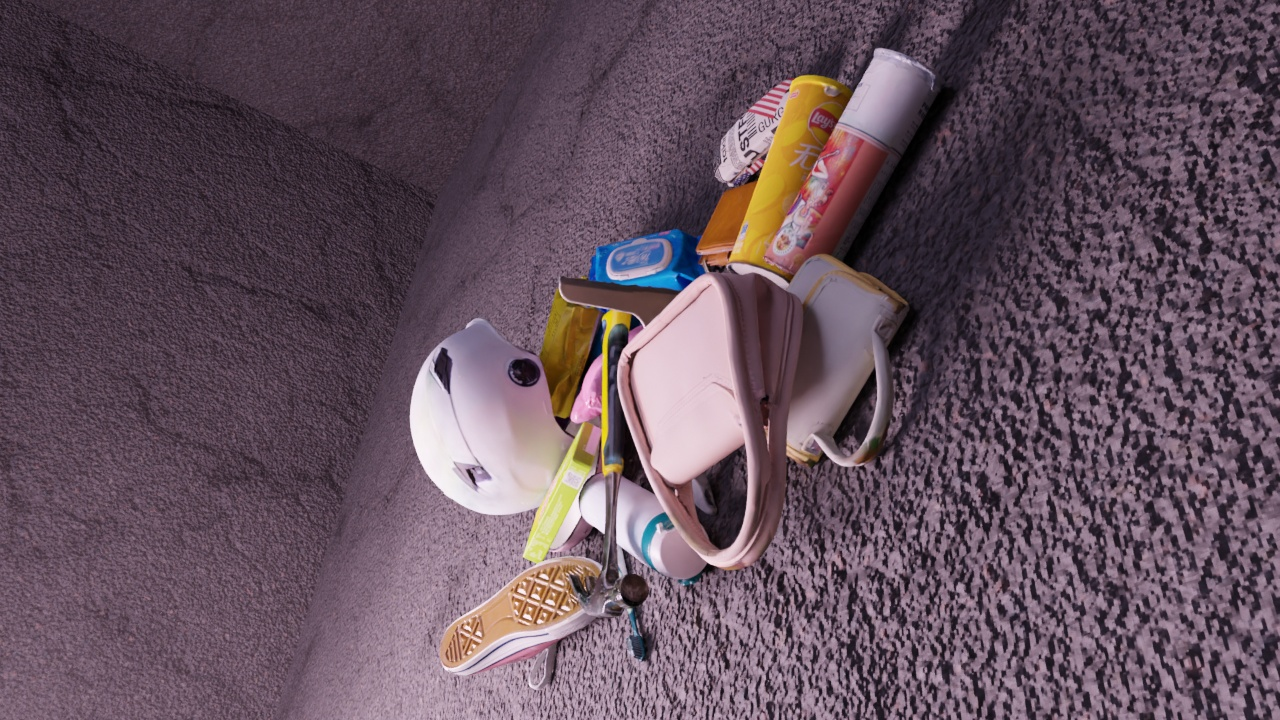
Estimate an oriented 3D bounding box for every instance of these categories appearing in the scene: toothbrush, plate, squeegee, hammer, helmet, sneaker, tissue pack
[{"bbox_3d":[-0.018,0.247,0.981,0.016,0.018,0.191,-58,24,20],"label":"toothbrush"},{"bbox_3d":[-0.073,0.149,1.154,0.192,0.039,0.192,-163,91,-70],"label":"plate"},{"bbox_3d":[0.031,0.042,0.936,0.039,0.246,0.246,-31,68,41],"label":"squeegee"},{"bbox_3d":[-0.030,0.097,0.932,0.126,0.032,0.322,-40,43,54],"label":"hammer"},{"bbox_3d":[-0.212,0.086,1.167,0.145,0.258,0.230,-26,-5,-35],"label":"helmet"},{"bbox_3d":[-0.121,0.306,1.070,0.241,0.088,0.118,-32,47,19],"label":"sneaker"},{"bbox_3d":[0.008,-0.114,1.148,0.157,0.052,0.094,-10,48,14],"label":"tissue pack"}]

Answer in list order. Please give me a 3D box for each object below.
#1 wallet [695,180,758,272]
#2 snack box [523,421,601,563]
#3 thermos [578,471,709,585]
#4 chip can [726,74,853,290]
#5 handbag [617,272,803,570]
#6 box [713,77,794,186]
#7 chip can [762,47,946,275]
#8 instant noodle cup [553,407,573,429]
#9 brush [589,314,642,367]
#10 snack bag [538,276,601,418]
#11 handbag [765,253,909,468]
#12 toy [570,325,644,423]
[{"bbox_3d":[0.113,-0.155,1.059,0.131,0.035,0.119,5,71,67],"label":"wallet"},{"bbox_3d":[-0.091,0.155,1.071,0.085,0.026,0.157,-76,12,-62],"label":"snack box"},{"bbox_3d":[0.002,0.171,0.949,0.073,0.073,0.224,-68,22,-4],"label":"thermos"},{"bbox_3d":[0.156,-0.182,0.946,0.072,0.072,0.213,5,74,67],"label":"chip can"},{"bbox_3d":[0.064,0.060,0.778,0.194,0.093,0.233,-46,42,50],"label":"handbag"},{"bbox_3d":[0.138,-0.270,1.085,0.165,0.064,0.074,-41,17,47],"label":"box"},{"bbox_3d":[0.195,-0.172,0.849,0.215,0.071,0.071,-62,23,11],"label":"chip can"},{"bbox_3d":[-0.163,0.103,1.341,0.112,0.099,0.111,-48,30,39],"label":"instant noodle cup"},{"bbox_3d":[-0.026,-0.035,1.194,0.055,0.073,0.144,31,99,29],"label":"brush"},{"bbox_3d":[-0.102,-0.025,1.274,0.246,0.068,0.158,-97,23,-76],"label":"snack bag"},{"bbox_3d":[0.160,0.007,0.773,0.163,0.063,0.178,-62,26,14],"label":"handbag"},{"bbox_3d":[-0.006,0.006,1.072,0.194,0.074,0.179,-42,2,-43],"label":"toy"}]
